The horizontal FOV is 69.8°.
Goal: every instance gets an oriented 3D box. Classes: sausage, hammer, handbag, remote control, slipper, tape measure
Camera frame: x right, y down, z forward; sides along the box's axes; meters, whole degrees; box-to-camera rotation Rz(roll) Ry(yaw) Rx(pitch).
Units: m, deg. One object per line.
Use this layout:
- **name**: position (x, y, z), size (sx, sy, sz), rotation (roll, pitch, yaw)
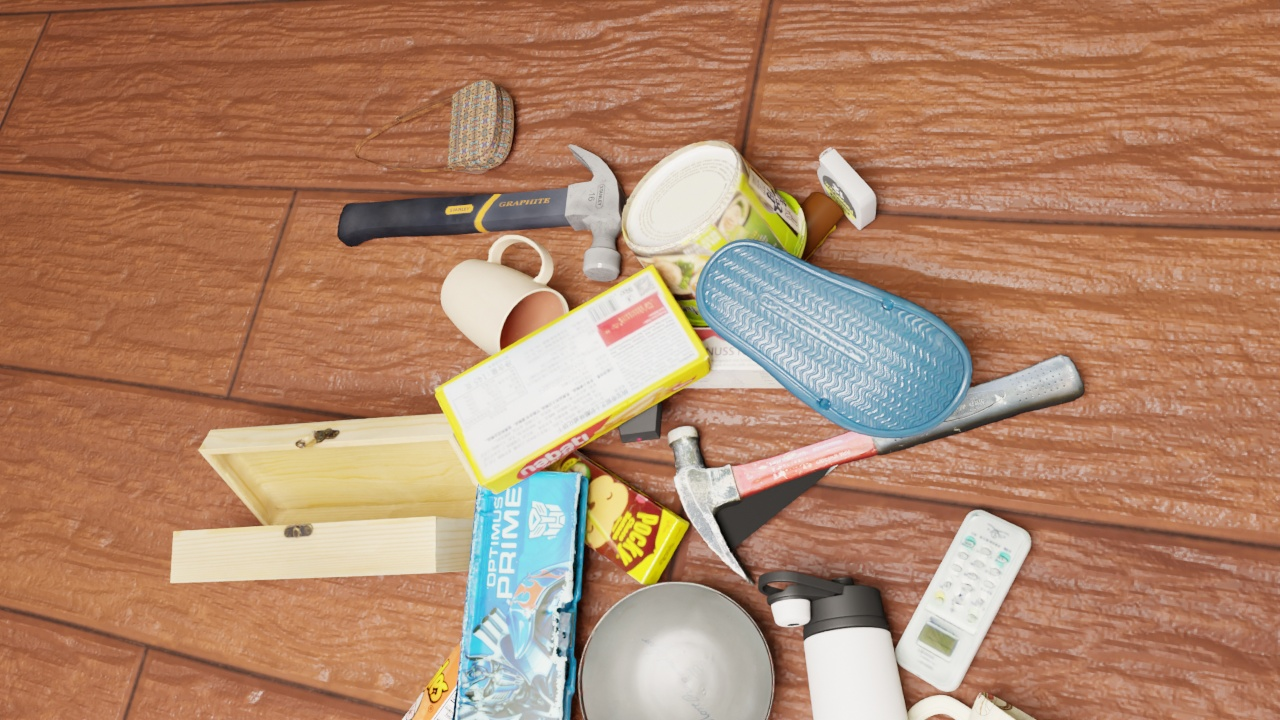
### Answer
- **sausage**: position (0.120, -0.083, 0.809), size (0.040, 0.040, 0.155), rotation (39, 86, 25)
- **hammer**: position (0.189, 0.073, 0.735), size (0.326, 0.036, 0.140), rotation (-20, 65, 9)
- **handbag**: position (-0.221, -0.233, 0.976), size (0.196, 0.043, 0.093), rotation (-6, 73, 24)
- **remote control**: position (0.241, 0.178, 0.686), size (0.050, 0.022, 0.133), rotation (26, 81, 35)
- **slipper**: position (0.139, -0.015, 0.687), size (0.214, 0.059, 0.104), rotation (29, 93, 11)
- **tape measure**: position (0.179, -0.149, 0.798), size (0.017, 0.065, 0.064), rotation (-36, 67, 2)
- **remote control**: position (-0.004, 0.004, 0.749), size (0.039, 0.010, 0.124), rotation (-9, 72, 14)
- **hammer**: position (-0.165, -0.141, 0.920), size (0.313, 0.035, 0.139), rotation (-2, 69, 17)

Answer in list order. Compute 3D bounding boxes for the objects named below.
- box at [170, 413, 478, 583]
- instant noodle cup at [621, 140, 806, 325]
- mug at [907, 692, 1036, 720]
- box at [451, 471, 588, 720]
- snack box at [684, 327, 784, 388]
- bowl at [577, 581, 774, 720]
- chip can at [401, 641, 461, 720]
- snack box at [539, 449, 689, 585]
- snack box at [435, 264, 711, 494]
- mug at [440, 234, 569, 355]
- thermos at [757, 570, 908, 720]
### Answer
- **box**: position (-0.254, 0.134, 0.800), size (0.249, 0.141, 0.148), rotation (-5, 67, 16)
- **instant noodle cup**: position (0.058, -0.112, 0.778), size (0.146, 0.098, 0.146), rotation (-24, 44, 25)
- **mug**: position (0.232, 0.284, 0.635), size (0.122, 0.081, 0.097), rotation (28, 88, 45)
- **box**: position (-0.092, 0.204, 0.704), size (0.091, 0.066, 0.243), rotation (5, 71, -7)
- **snack box**: position (0.059, -0.003, 0.779), size (0.273, 0.076, 0.044), rotation (-1, 75, 18)
- **bowl**: position (0.032, 0.248, 0.709), size (0.151, 0.057, 0.150), rotation (-6, 70, 16)
- **chip can**: position (-0.182, 0.329, 0.744), size (0.062, 0.062, 0.210), rotation (34, 84, 24)
- **snack box**: position (-0.034, 0.125, 0.777), size (0.149, 0.025, 0.061), rotation (29, 88, 31)
- **snack box**: position (-0.052, 0.016, 0.721), size (0.200, 0.042, 0.092), rotation (-30, 71, -3)
- **mug**: position (-0.124, -0.061, 0.846), size (0.104, 0.085, 0.111), rotation (29, 99, 35)
- **thermos**: position (0.142, 0.265, 0.640), size (0.101, 0.069, 0.229), rotation (8, 59, -21)
